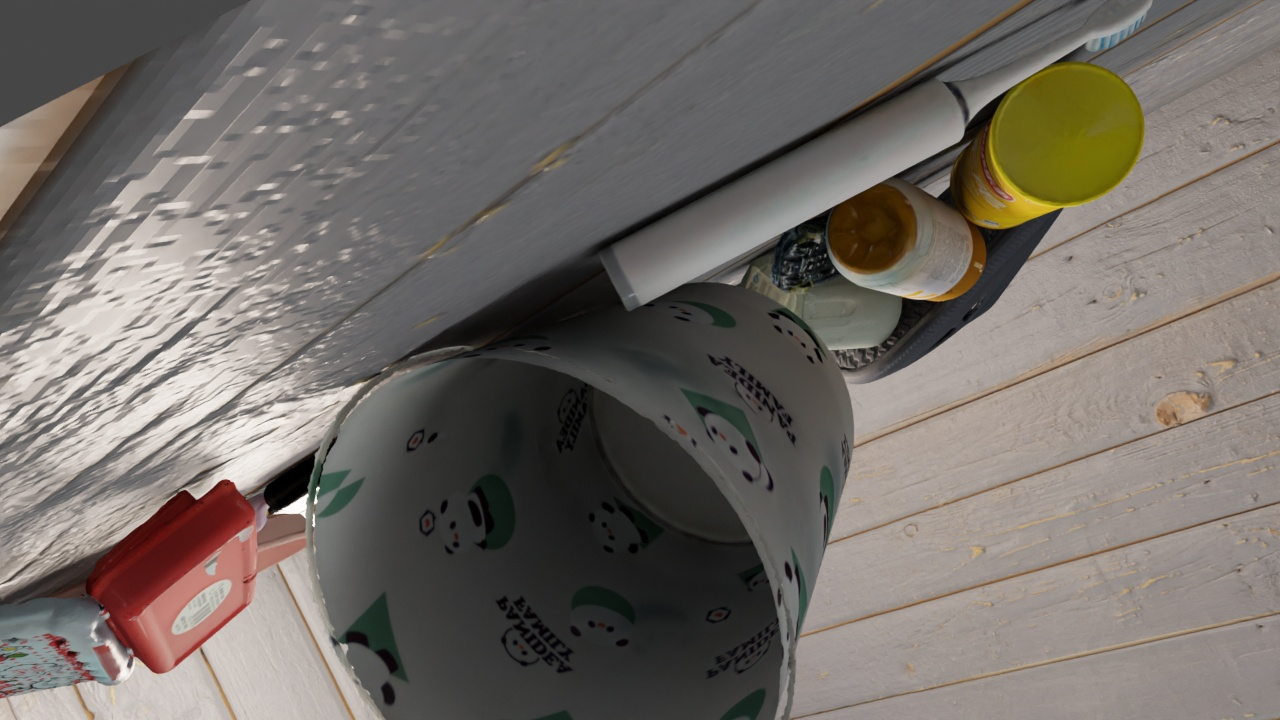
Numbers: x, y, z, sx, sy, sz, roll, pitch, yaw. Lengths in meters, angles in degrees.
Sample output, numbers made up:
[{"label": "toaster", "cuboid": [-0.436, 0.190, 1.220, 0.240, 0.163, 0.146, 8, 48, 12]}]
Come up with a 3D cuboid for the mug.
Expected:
[{"label": "mug", "cuboid": [0.149, -0.062, 0.721, 0.103, 0.083, 0.124, -6, 139, -31]}]

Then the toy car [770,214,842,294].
[{"label": "toy car", "cuboid": [0.129, -0.080, 0.634, 0.105, 0.031, 0.049, -20, 135, -36]}]

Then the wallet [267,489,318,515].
[{"label": "wallet", "cuboid": [-0.231, 0.090, 0.696, 0.121, 0.019, 0.097, -26, 176, 17]}]

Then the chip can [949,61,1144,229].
[{"label": "chip can", "cuboid": [0.233, -0.121, 0.555, 0.072, 0.072, 0.213, -27, 179, 13]}]

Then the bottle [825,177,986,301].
[{"label": "bottle", "cuboid": [0.188, -0.075, 0.617, 0.068, 0.068, 0.189, -28, 163, 31]}]

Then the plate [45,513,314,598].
[{"label": "plate", "cuboid": [-0.344, 0.161, 0.654, 0.229, 0.028, 0.229, -24, 173, -3]}]

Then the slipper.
[{"label": "slipper", "cuboid": [0.265, -0.071, 0.768, 0.269, 0.083, 0.110, -48, -147, 22]}]

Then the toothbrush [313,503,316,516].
[{"label": "toothbrush", "cuboid": [-0.187, 0.090, 0.671, 0.192, 0.018, 0.016, -26, 174, 34]}]

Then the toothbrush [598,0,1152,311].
[{"label": "toothbrush", "cuboid": [0.087, -0.080, 0.340, 0.221, 0.026, 0.026, -27, 156, 3]}]

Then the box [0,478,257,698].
[{"label": "box", "cuboid": [-0.271, 0.131, 0.466, 0.160, 0.060, 0.202, -24, 167, -31]}]

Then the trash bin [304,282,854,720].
[{"label": "trash bin", "cuboid": [0.000, 0.072, 0.487, 0.230, 0.229, 0.251, -28, -177, 28]}]

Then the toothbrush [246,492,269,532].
[{"label": "toothbrush", "cuboid": [-0.173, 0.058, 0.590, 0.189, 0.029, 0.021, -28, 140, 1]}]

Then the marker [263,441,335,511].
[{"label": "marker", "cuboid": [-0.178, 0.059, 0.531, 0.132, 0.020, 0.022, -29, -172, 35]}]
